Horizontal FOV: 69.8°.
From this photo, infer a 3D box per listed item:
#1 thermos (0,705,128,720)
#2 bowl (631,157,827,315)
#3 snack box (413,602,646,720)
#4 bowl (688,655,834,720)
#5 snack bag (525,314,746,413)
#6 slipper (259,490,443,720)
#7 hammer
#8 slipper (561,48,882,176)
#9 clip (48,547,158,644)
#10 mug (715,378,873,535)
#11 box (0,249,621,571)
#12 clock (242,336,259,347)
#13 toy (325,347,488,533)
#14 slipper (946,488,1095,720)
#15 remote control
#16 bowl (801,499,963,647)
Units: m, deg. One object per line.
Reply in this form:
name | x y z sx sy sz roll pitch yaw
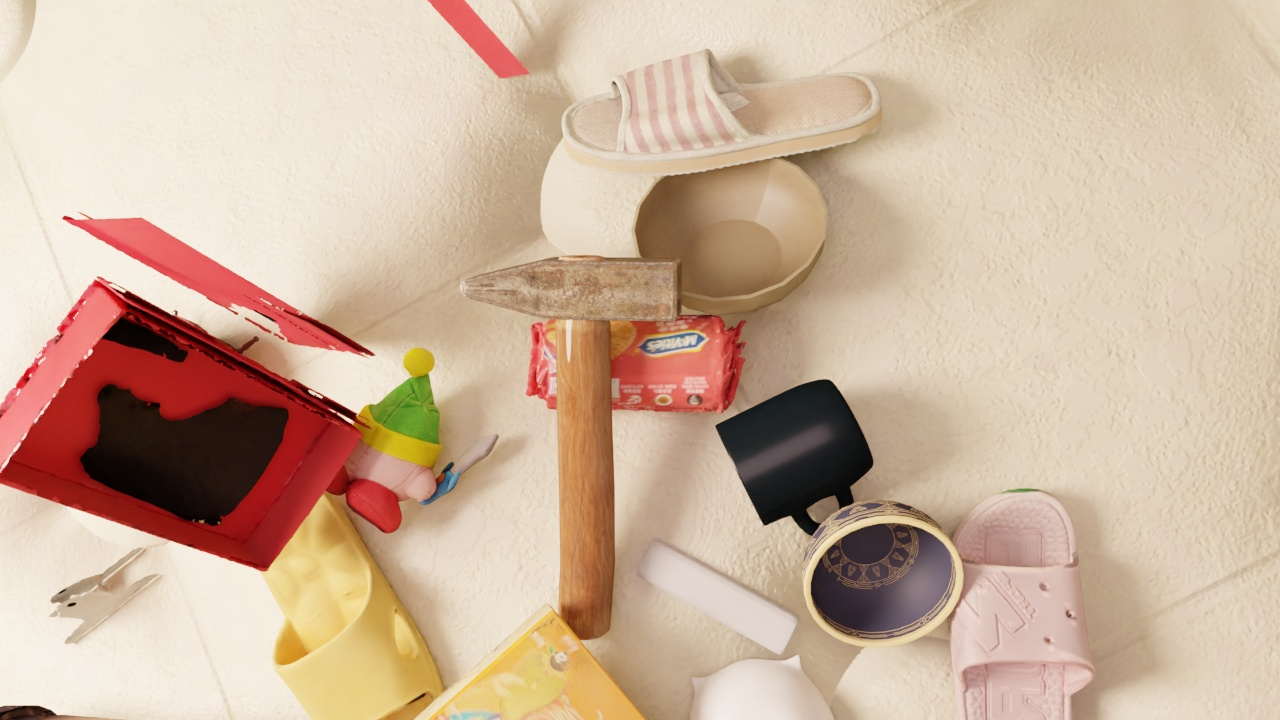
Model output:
thermos | -0.410 0.353 0.699 0.226 0.173 0.172 -1 81 2
bowl | 0.072 -0.095 0.732 0.152 0.050 0.152 -5 58 8
snack box | -0.060 0.300 0.668 0.145 0.081 0.195 -40 90 -14
bowl | 0.089 0.285 0.682 0.115 0.050 0.114 -1 81 9
snack bag | -0.004 0.004 0.732 0.176 0.082 0.082 0 81 10
slipper | -0.243 0.215 0.734 0.099 0.078 0.263 -30 80 0
hammer | -0.049 0.072 0.696 0.158 0.037 0.301 2 102 9
slipper | 0.064 -0.209 0.748 0.263 0.052 0.114 -4 49 5
clip | -0.471 0.207 0.788 0.102 0.056 0.056 -39 109 1
mug | 0.125 0.082 0.700 0.094 0.085 0.121 -26 106 4
box | -0.226 0.065 0.576 0.352 0.217 0.197 24 79 40
clock | -0.405 0.038 0.790 0.120 0.072 0.157 17 83 11
toy | -0.196 0.065 0.745 0.124 0.097 0.131 30 67 22
slipper | 0.271 0.212 0.659 0.094 0.064 0.239 2 83 9
remote control | 0.060 0.185 0.723 0.131 0.012 0.033 26 86 12
bowl | 0.173 0.148 0.680 0.112 0.061 0.112 0 113 0
